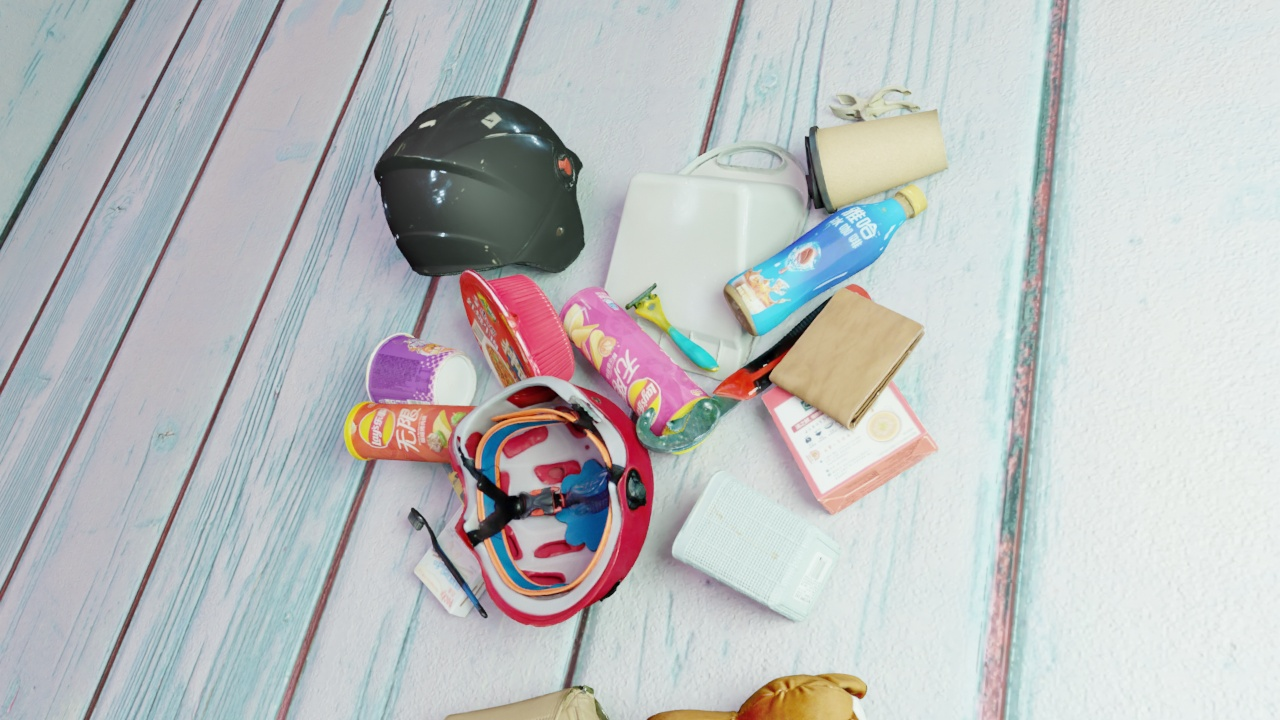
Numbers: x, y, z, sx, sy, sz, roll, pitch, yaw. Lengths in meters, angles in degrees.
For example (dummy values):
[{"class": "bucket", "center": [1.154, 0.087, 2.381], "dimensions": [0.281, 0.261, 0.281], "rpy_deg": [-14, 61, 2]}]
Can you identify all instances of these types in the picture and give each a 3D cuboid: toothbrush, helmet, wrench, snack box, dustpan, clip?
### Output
[{"class": "toothbrush", "center": [-0.216, 0.223, 1.015], "dimensions": [0.016, 0.014, 0.189], "rpy_deg": [-50, 49, 1]}, {"class": "helmet", "center": [-0.071, 0.139, 0.919], "dimensions": [0.207, 0.143, 0.239], "rpy_deg": [-23, 69, 28]}, {"class": "wrench", "center": [0.115, 0.007, 0.891], "dimensions": [0.273, 0.016, 0.056], "rpy_deg": [-33, 63, -10]}, {"class": "snack box", "center": [0.190, 0.057, 0.847], "dimensions": [0.113, 0.044, 0.127], "rpy_deg": [-35, 50, 14]}, {"class": "snack box", "center": [-0.182, 0.199, 1.032], "dimensions": [0.085, 0.027, 0.156], "rpy_deg": [33, 86, 41]}, {"class": "helmet", "center": [-0.200, -0.221, 1.159], "dimensions": [0.234, 0.230, 0.273], "rpy_deg": [3, 48, 33]}, {"class": "dustpan", "center": [0.081, -0.127, 1.046], "dimensions": [0.223, 0.142, 0.258], "rpy_deg": [16, 104, 39]}, {"class": "clip", "center": [0.260, -0.279, 0.994], "dimensions": [0.092, 0.035, 0.103], "rpy_deg": [-41, 42, 14]}]

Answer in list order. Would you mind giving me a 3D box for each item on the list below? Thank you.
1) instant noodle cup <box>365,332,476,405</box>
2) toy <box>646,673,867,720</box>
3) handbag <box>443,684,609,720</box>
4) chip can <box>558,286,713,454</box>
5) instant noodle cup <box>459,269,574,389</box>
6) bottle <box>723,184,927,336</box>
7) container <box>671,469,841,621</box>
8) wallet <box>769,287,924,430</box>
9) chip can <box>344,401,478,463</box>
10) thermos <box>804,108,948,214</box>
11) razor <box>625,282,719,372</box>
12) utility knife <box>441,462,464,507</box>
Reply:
[{"class": "instant noodle cup", "center": [-0.266, 0.024, 1.140], "dimensions": [0.099, 0.111, 0.111], "rpy_deg": [6, 69, 26]}, {"class": "toy", "center": [0.096, 0.316, 0.723], "dimensions": [0.199, 0.130, 0.140], "rpy_deg": [-29, 13, 5]}, {"class": "handbag", "center": [-0.110, 0.388, 0.839], "dimensions": [0.205, 0.100, 0.147], "rpy_deg": [-21, 48, 24]}, {"class": "chip can", "center": [-0.006, 0.006, 0.977], "dimensions": [0.071, 0.071, 0.210], "rpy_deg": [-46, 55, 4]}, {"class": "instant noodle cup", "center": [-0.134, -0.026, 1.048], "dimensions": [0.065, 0.194, 0.194], "rpy_deg": [-28, 45, -21]}, {"class": "bottle", "center": [0.188, -0.105, 0.914], "dimensions": [0.218, 0.065, 0.065], "rpy_deg": [-32, 50, -3]}, {"class": "container", "center": [0.106, 0.169, 0.816], "dimensions": [0.111, 0.090, 0.090], "rpy_deg": [25, 81, 37]}, {"class": "wallet", "center": [0.188, -0.004, 0.840], "dimensions": [0.115, 0.020, 0.101], "rpy_deg": [-51, 47, -4]}, {"class": "chip can", "center": [-0.233, 0.084, 1.062], "dimensions": [0.217, 0.073, 0.073], "rpy_deg": [0, 65, 21]}, {"class": "thermos", "center": [0.236, -0.207, 0.939], "dimensions": [0.143, 0.093, 0.093], "rpy_deg": [-12, 59, 19]}, {"class": "razor", "center": [0.039, -0.029, 0.978], "dimensions": [0.043, 0.028, 0.132], "rpy_deg": [-37, 61, -15]}, {"class": "utility knife", "center": [-0.195, 0.156, 1.042], "dimensions": [0.031, 0.020, 0.196], "rpy_deg": [-40, 42, 0]}]
